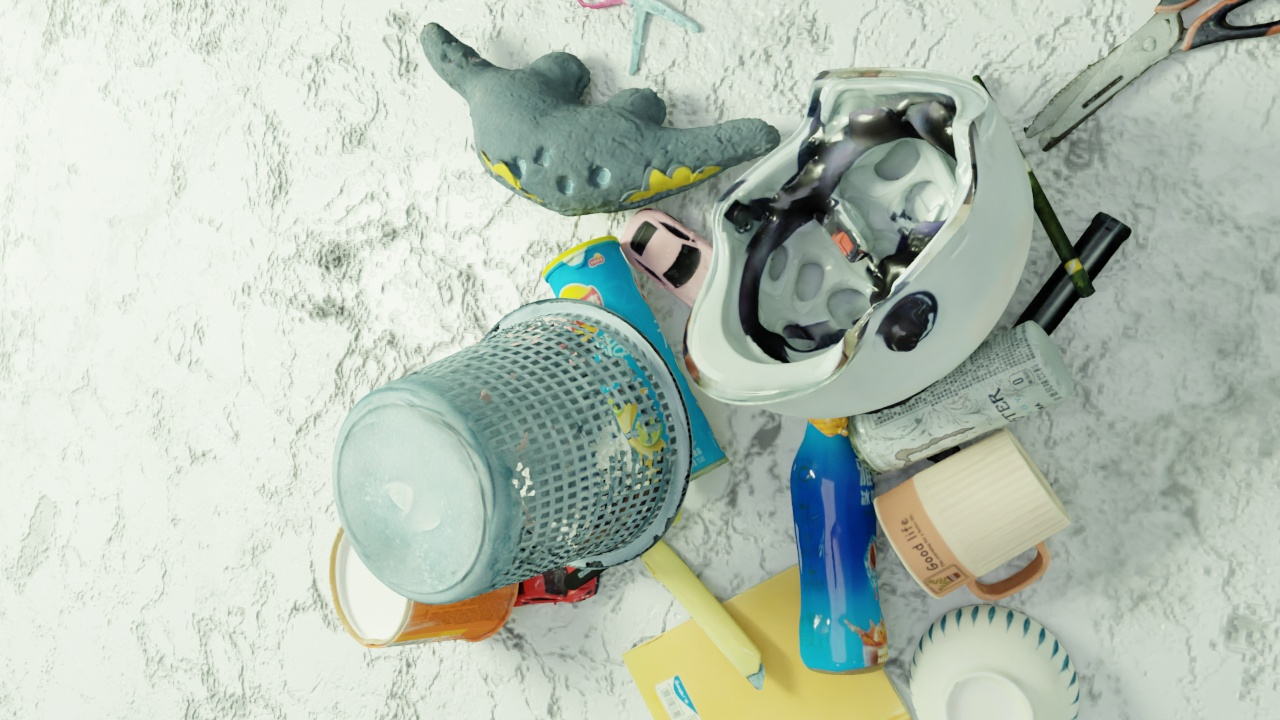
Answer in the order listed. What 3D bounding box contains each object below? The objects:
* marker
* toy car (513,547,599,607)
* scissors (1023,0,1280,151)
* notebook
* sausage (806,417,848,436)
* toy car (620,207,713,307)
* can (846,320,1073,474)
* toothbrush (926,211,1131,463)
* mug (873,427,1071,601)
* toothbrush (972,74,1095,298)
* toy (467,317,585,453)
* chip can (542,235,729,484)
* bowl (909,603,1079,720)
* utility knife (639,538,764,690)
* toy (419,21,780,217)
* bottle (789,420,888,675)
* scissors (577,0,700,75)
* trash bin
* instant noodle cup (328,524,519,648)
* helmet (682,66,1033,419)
[{"bbox_3d":[-0.017,0.162,0.795,0.124,0.015,0.018,-36,71,10],"label":"marker"},{"bbox_3d":[-0.087,0.197,0.832,0.106,0.031,0.049,-10,87,23],"label":"toy car"},{"bbox_3d":[0.368,-0.215,0.619,0.194,0.015,0.206,16,98,24],"label":"scissors"},{"bbox_3d":[0.097,0.267,0.757,0.207,0.010,0.146,-34,77,22],"label":"notebook"},{"bbox_3d":[0.106,0.012,0.711,0.165,0.021,0.021,45,110,45],"label":"sausage"},{"bbox_3d":[0.035,-0.082,0.768,0.122,0.037,0.056,37,107,19],"label":"toy car"},{"bbox_3d":[0.221,0.029,0.646,0.147,0.058,0.058,-31,78,32],"label":"can"},{"bbox_3d":[0.274,-0.009,0.661,0.027,0.026,0.213,40,107,27],"label":"toothbrush"},{"bbox_3d":[0.244,0.119,0.654,0.106,0.081,0.114,-36,103,20],"label":"mug"},{"bbox_3d":[0.273,-0.125,0.651,0.017,0.012,0.185,-30,68,30],"label":"toothbrush"},{"bbox_3d":[-0.100,0.019,0.823,0.160,0.054,0.121,-33,78,11],"label":"toy"},{"bbox_3d":[-0.004,0.004,0.759,0.071,0.071,0.210,-30,83,22],"label":"chip can"},{"bbox_3d":[0.249,0.240,0.654,0.117,0.066,0.116,1,91,25],"label":"bowl"},{"bbox_3d":[0.049,0.205,0.765,0.031,0.018,0.162,-52,56,14],"label":"utility knife"},{"bbox_3d":[-0.064,-0.197,0.784,0.356,0.091,0.138,26,89,21],"label":"toy"},{"bbox_3d":[0.147,0.122,0.697,0.065,0.065,0.218,-6,83,25],"label":"bottle"},{"bbox_3d":[-0.004,-0.315,0.795,0.136,0.017,0.133,12,100,22],"label":"scissors"},{"bbox_3d":[-0.103,0.074,0.672,0.227,0.194,0.226,5,101,28],"label":"trash bin"},{"bbox_3d":[-0.198,0.186,0.823,0.152,0.111,0.151,-2,87,39],"label":"instant noodle cup"},{"bbox_3d":[0.159,-0.063,0.634,0.259,0.145,0.229,-59,31,8],"label":"helmet"}]
